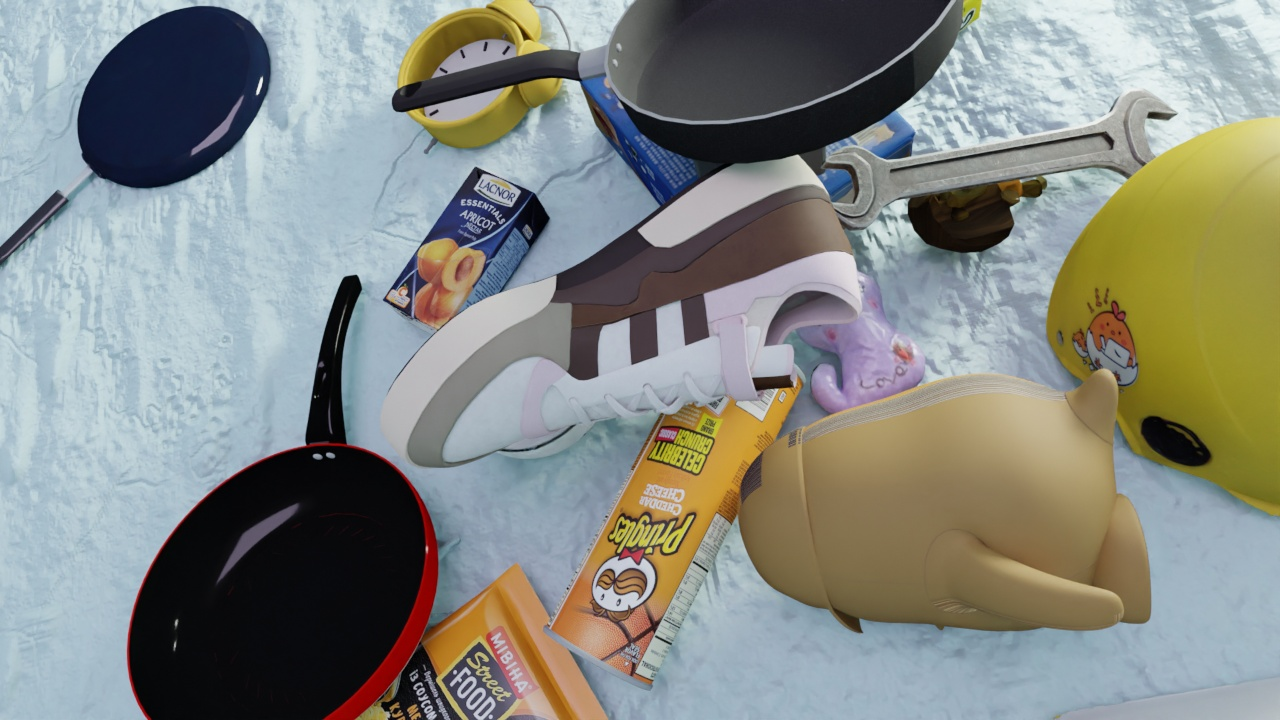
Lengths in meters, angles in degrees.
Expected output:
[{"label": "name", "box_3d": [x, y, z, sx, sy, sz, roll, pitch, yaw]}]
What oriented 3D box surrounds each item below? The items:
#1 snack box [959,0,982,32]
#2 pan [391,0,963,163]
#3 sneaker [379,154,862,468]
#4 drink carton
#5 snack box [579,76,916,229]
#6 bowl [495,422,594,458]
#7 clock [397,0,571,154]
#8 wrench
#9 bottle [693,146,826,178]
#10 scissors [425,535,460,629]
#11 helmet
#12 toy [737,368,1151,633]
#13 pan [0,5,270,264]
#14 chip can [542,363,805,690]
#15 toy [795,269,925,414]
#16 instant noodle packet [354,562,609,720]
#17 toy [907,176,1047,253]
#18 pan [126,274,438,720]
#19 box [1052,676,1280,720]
[{"label": "snack box", "box_3d": [0.155, -0.292, 0.709, 0.121, 0.045, 0.181, -37, 66, -2]}, {"label": "pan", "box_3d": [0.010, -0.181, 0.554, 0.356, 0.044, 0.203, -7, 50, 20]}, {"label": "sneaker", "box_3d": [-0.003, 0.003, 0.530, 0.294, 0.112, 0.116, -30, 65, -2]}, {"label": "drink carton", "box_3d": [-0.130, -0.079, 0.701, 0.064, 0.040, 0.130, 27, 78, 21]}, {"label": "snack box", "box_3d": [0.073, -0.170, 0.669, 0.155, 0.069, 0.202, -35, 66, -1]}, {"label": "bowl", "box_3d": [-0.073, 0.016, 0.637, 0.113, 0.063, 0.113, -5, 68, 12]}, {"label": "clock", "box_3d": [-0.129, -0.239, 0.758, 0.152, 0.052, 0.113, -27, 65, 8]}, {"label": "wrench", "box_3d": [0.237, -0.129, 0.588, 0.273, 0.010, 0.070, -12, 77, -15]}, {"label": "bottle", "box_3d": [0.076, -0.205, 0.617, 0.084, 0.046, 0.173, -5, 68, 11]}, {"label": "scissors", "box_3d": [-0.195, 0.173, 0.634, 0.170, 0.028, 0.139, -37, 63, -7]}, {"label": "helmet", "box_3d": [0.363, -0.034, 0.505, 0.209, 0.140, 0.240, -37, 66, -2]}, {"label": "toy", "box_3d": [0.156, 0.089, 0.514, 0.203, 0.198, 0.163, -8, 112, 15]}, {"label": "pan", "box_3d": [-0.493, -0.194, 0.848, 0.199, 0.021, 0.356, 41, 84, 24]}, {"label": "chip can", "box_3d": [0.024, 0.089, 0.577, 0.075, 0.075, 0.214, 24, 77, 21]}, {"label": "toy", "box_3d": [0.137, -0.012, 0.610, 0.080, 0.036, 0.099, -33, 67, -1]}, {"label": "instant noodle packet", "box_3d": [-0.129, 0.256, 0.575, 0.221, 0.032, 0.160, -35, 65, -1]}, {"label": "toy", "box_3d": [0.231, -0.108, 0.615, 0.100, 0.063, 0.076, -23, 42, -14]}, {"label": "pan", "box_3d": [-0.229, 0.092, 0.645, 0.209, 0.067, 0.355, -7, 53, 13]}, {"label": "box", "box_3d": [0.332, 0.221, 0.473, 0.209, 0.079, 0.080, -14, 101, 9]}]
